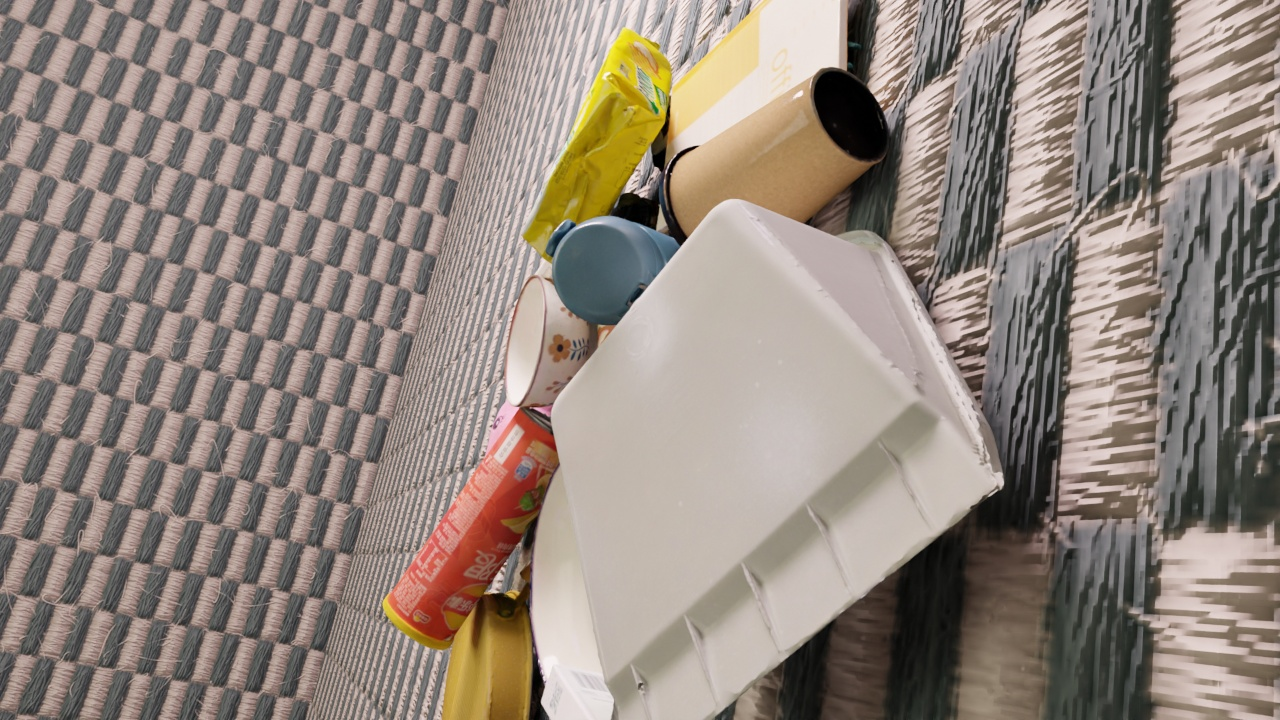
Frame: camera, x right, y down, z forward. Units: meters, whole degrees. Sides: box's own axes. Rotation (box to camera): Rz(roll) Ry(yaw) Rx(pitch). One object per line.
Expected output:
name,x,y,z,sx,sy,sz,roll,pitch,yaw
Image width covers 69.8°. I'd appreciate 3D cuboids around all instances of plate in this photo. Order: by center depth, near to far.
plate,-0.029,0.154,0.655,0.193,0.039,0.192,7,90,65

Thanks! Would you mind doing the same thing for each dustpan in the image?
dustpan,0.065,0.038,0.467,0.223,0.142,0.257,-49,44,27

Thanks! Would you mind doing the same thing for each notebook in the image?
notebook,0.076,-0.194,0.667,0.207,0.010,0.145,-28,50,54

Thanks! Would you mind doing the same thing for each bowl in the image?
bowl,-0.072,-0.013,0.783,0.113,0.062,0.113,-173,90,-69

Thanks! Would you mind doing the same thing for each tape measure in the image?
tape measure,0.036,-0.209,0.835,0.066,0.033,0.065,-57,25,34

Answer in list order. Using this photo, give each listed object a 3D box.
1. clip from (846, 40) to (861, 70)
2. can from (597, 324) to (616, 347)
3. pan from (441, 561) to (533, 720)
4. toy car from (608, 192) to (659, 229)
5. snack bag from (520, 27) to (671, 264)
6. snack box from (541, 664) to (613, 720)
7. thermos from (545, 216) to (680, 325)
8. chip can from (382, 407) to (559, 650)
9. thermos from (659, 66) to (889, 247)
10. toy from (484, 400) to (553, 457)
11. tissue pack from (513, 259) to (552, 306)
clip,0.127,-0.202,0.607,0.057,0.014,0.046,-129,57,-67
can,-0.004,0.004,0.720,0.058,0.058,0.147,-58,24,36
pan,-0.106,0.234,0.821,0.198,0.078,0.357,-143,65,-68
toy car,-0.031,-0.112,0.913,0.158,0.042,0.070,-24,47,58
snack bag,-0.031,-0.196,0.818,0.158,0.068,0.246,-58,11,28
snack box,0.008,0.203,0.474,0.157,0.084,0.027,11,82,71
thermos,0.000,-0.056,0.597,0.220,0.070,0.070,-10,-59,-76
chip can,-0.137,0.144,0.804,0.216,0.073,0.073,-56,20,1
thermos,0.079,-0.114,0.564,0.144,0.093,0.092,-30,45,51
toy,-0.117,0.086,0.926,0.179,0.074,0.194,122,157,-57
tissue pack,-0.060,-0.050,0.872,0.090,0.063,0.140,58,147,8
